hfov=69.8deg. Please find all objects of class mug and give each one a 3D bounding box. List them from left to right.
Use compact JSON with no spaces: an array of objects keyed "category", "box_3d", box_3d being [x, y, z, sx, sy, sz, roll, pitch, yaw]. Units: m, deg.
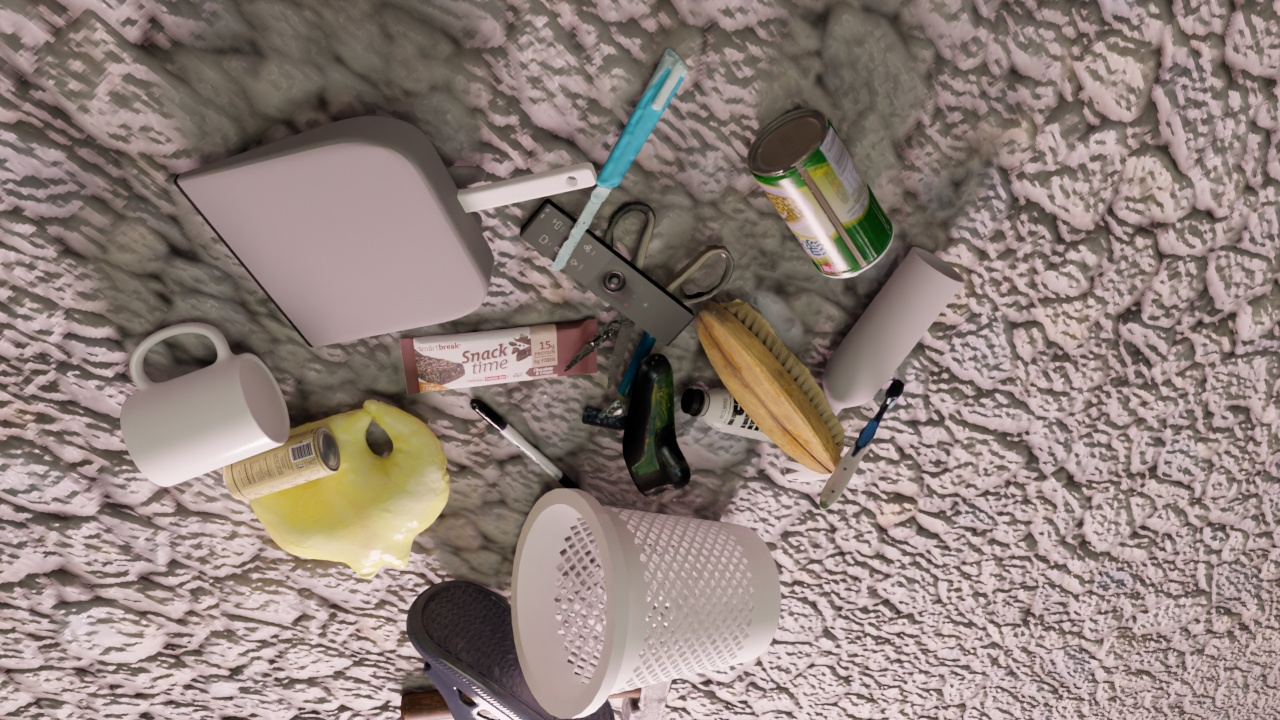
[{"category":"mug","box_3d":[-0.328,0.027,0.680,0.090,0.073,0.110,-20,103,-1]}]

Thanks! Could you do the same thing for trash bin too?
[{"category":"trash bin","box_3d":[0.011,0.220,0.856,0.199,0.195,0.196,6,124,-32]}]

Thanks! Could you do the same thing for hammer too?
[{"category":"hammer","box_3d":[-0.106,0.339,0.995,0.300,0.037,0.218,-1,126,-15]}]

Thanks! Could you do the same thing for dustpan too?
[{"category":"dustpan","box_3d":[-0.154,-0.093,0.622,0.258,0.033,0.163,-9,137,16]}]

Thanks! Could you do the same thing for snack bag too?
[{"category":"snack bag","box_3d":[-0.113,-0.003,0.749,0.157,0.013,0.057,-6,126,-12]}]

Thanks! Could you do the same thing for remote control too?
[{"category":"remote control","box_3d":[-0.024,-0.066,0.707,0.150,0.013,0.034,36,110,-21]}]

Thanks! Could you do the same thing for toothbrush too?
[{"category":"toothbrush","box_3d":[0.199,0.073,0.817,0.016,0.188,0.017,24,135,22]}]

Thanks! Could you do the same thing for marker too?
[{"category":"marker","box_3d":[-0.100,0.078,0.815,0.011,0.011,0.152,-34,128,10]}]

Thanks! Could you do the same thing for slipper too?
[{"category":"slipper","box_3d":[-0.136,0.319,0.911,0.083,0.110,0.268,-35,114,24]}]

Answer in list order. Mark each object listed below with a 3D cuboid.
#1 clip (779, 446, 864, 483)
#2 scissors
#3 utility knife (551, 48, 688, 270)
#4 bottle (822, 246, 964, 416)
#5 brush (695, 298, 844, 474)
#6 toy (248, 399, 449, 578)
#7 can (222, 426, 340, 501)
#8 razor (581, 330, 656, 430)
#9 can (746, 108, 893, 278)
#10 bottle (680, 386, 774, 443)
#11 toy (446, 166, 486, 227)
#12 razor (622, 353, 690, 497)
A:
[{"category":"clip","box_3d":[0.169,0.100,0.901,0.102,0.052,0.058,17,91,-26]},{"category":"scissors","box_3d":[0.003,-0.052,0.734,0.166,0.012,0.158,-13,119,-1]},{"category":"utility knife","box_3d":[-0.020,-0.139,0.659,0.022,0.015,0.179,24,109,-31]},{"category":"bottle","box_3d":[0.204,-0.006,0.813,0.052,0.052,0.196,18,119,-27]},{"category":"brush","box_3d":[0.114,0.022,0.784,0.195,0.043,0.059,50,145,-19]},{"category":"toy","box_3d":[-0.241,0.112,0.767,0.170,0.064,0.155,-17,111,1]},{"category":"can","box_3d":[-0.279,0.081,0.714,0.079,0.038,0.038,-18,129,5]},{"category":"razor","box_3d":[-0.005,0.005,0.781,0.042,0.022,0.144,12,121,-25]},{"category":"can","box_3d":[0.138,-0.124,0.696,0.067,0.067,0.121,-36,127,11]},{"category":"bottle","box_3d":[0.091,0.047,0.828,0.116,0.041,0.041,14,121,-25]},{"category":"toy","box_3d":[-0.165,-0.118,0.637,0.111,0.030,0.049,4,110,-13]},{"category":"razor","box_3d":[0.018,0.058,0.794,0.053,0.067,0.152,-34,143,-31]}]
